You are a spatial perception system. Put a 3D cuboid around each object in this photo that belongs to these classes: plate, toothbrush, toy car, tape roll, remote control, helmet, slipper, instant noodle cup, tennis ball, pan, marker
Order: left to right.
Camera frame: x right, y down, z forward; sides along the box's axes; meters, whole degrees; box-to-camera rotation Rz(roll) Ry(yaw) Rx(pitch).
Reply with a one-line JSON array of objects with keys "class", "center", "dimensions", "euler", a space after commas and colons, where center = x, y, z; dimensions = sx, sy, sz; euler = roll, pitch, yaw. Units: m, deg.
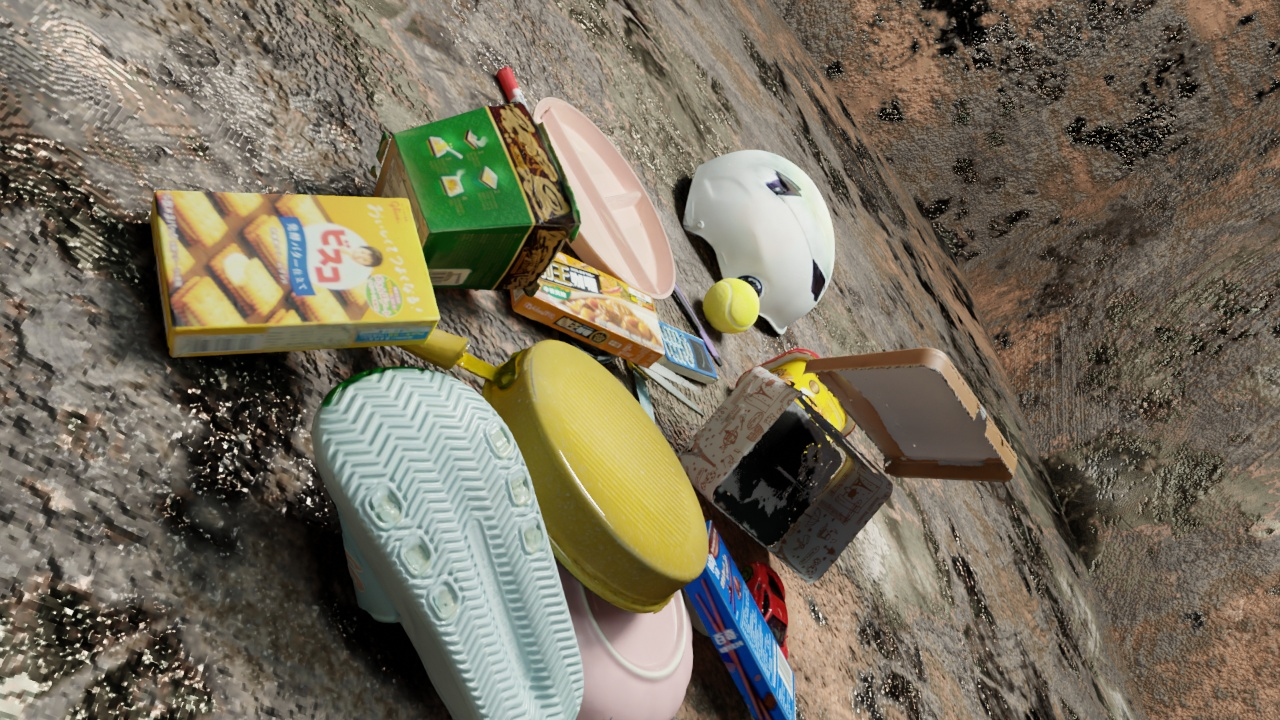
[{"class": "slipper", "center": [-0.103, 0.115, 0.505], "dimensions": [0.103, 0.074, 0.245], "euler": [-36, 113, -44]}, {"class": "pan", "center": [-0.090, 0.027, 0.604], "dimensions": [0.357, 0.078, 0.197], "euler": [49, 16, -17]}, {"class": "marker", "center": [-0.110, -0.230, 0.919], "dimensions": [0.017, 0.017, 0.145], "euler": [-3, 66, -61]}, {"class": "plate", "center": [-0.040, -0.157, 0.920], "dimensions": [0.229, 0.028, 0.229], "euler": [46, 27, -32]}, {"class": "plate", "center": [-0.018, 0.168, 0.646], "dimensions": [0.192, 0.039, 0.192], "euler": [41, 32, -33]}, {"class": "toothbrush", "center": [0.043, -0.072, 1.039], "dimensions": [0.189, 0.017, 0.014], "euler": [59, 38, -9]}, {"class": "remote control", "center": [0.042, -0.007, 0.950], "dimensions": [0.124, 0.024, 0.049], "euler": [19, 47, -58]}, {"class": "tape roll", "center": [0.056, 0.192, 0.782], "dimensions": [0.086, 0.014, 0.085], "euler": [42, 31, -33]}, {"class": "tennis ball", "center": [0.106, -0.064, 1.077], "dimensions": [0.065, 0.066, 0.065], "euler": [41, 32, -33]}, {"class": "toy car", "center": [0.114, 0.232, 0.827], "dimensions": [0.049, 0.031, 0.106], "euler": [43, 33, -29]}, {"class": "helmet", "center": [0.182, -0.175, 1.234], "dimensions": [0.258, 0.146, 0.228], "euler": [54, 27, -13]}, {"class": "instant noodle cup", "center": [0.153, 0.066, 0.987], "dimensions": [0.116, 0.116, 0.123], "euler": [56, 38, -8]}]

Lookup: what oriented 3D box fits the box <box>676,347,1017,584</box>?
[{"class": "box", "center": [0.182, 0.082, 0.835], "dimensions": [0.179, 0.270, 0.136], "euler": [43, 28, -32]}]

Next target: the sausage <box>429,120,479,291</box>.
[{"class": "sausage", "center": [-0.150, -0.126, 0.735], "dimensions": [0.021, 0.021, 0.165], "euler": [14, 52, -56]}]

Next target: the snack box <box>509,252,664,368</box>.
[{"class": "snack box", "center": [-0.047, -0.050, 0.802], "dimensions": [0.153, 0.026, 0.075], "euler": [23, 40, -36]}]

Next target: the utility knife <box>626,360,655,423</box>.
[{"class": "utility knife", "center": [-0.005, -0.018, 0.889], "dimensions": [0.033, 0.015, 0.223], "euler": [25, 42, -45]}]

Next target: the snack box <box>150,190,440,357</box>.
[{"class": "snack box", "center": [-0.190, -0.049, 0.510], "dimensions": [0.140, 0.034, 0.086], "euler": [-3, 62, -34]}]

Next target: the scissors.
[{"class": "scissors", "center": [-0.008, -0.008, 0.846], "dimensions": [0.163, 0.014, 0.164], "euler": [-8, 62, -54]}]

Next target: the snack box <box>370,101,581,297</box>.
[{"class": "snack box", "center": [-0.124, -0.108, 0.656], "dimensions": [0.105, 0.118, 0.117], "euler": [-14, 73, -31]}]

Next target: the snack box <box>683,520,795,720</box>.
[{"class": "snack box", "center": [0.079, 0.213, 0.733], "dimensions": [0.157, 0.026, 0.084], "euler": [62, 13, -7]}]
